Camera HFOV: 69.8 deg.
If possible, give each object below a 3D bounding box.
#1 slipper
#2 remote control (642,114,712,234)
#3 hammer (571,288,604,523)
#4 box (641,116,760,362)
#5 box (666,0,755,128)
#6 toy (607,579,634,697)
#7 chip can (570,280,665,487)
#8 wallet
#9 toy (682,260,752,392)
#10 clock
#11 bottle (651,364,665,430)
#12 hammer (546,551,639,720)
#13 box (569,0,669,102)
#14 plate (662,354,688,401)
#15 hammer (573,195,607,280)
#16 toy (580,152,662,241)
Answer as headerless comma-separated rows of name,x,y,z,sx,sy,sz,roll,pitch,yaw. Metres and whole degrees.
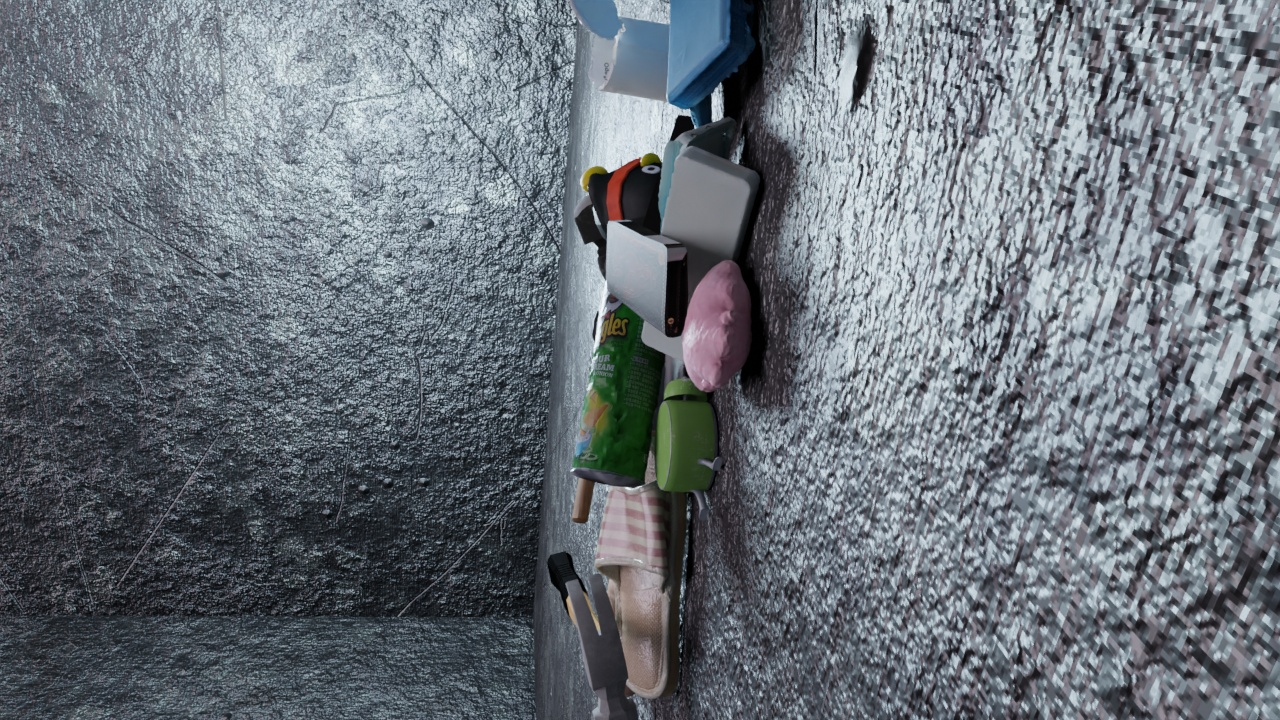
slipper,-0.001,0.201,0.896,0.115,0.052,0.263,1,92,52
remote control,0.030,-0.152,0.835,0.013,0.034,0.150,33,-108,-64
hammer,-0.053,0.054,1.216,0.098,0.052,0.327,113,167,-65
box,0.052,-0.101,0.777,0.096,0.086,0.199,-53,-18,-45
box,0.051,-0.307,0.770,0.173,0.066,0.231,109,164,-69
toy,-0.014,0.234,1.033,0.196,0.065,0.264,-177,91,-76
chip can,-0.013,0.008,0.869,0.075,0.075,0.223,128,153,-75
wallet,0.004,-0.071,0.752,0.123,0.019,0.072,-141,49,-59
toy,0.058,-0.019,0.688,0.093,0.050,0.102,-101,20,-68
clock,0.039,0.070,0.814,0.119,0.042,0.095,-98,15,-51
bottle,-0.011,0.023,0.954,0.046,0.072,0.161,-105,19,-78
hammer,-0.063,0.262,0.967,0.328,0.039,0.131,-169,67,-78
box,-0.012,-0.316,0.908,0.119,0.159,0.084,138,129,-63
plate,0.034,-0.006,0.955,0.178,0.012,0.178,-178,91,-81
hammer,-0.017,-0.141,1.114,0.321,0.043,0.156,-77,-34,-74
toy,0.011,-0.153,0.903,0.119,0.097,0.100,2,105,52
